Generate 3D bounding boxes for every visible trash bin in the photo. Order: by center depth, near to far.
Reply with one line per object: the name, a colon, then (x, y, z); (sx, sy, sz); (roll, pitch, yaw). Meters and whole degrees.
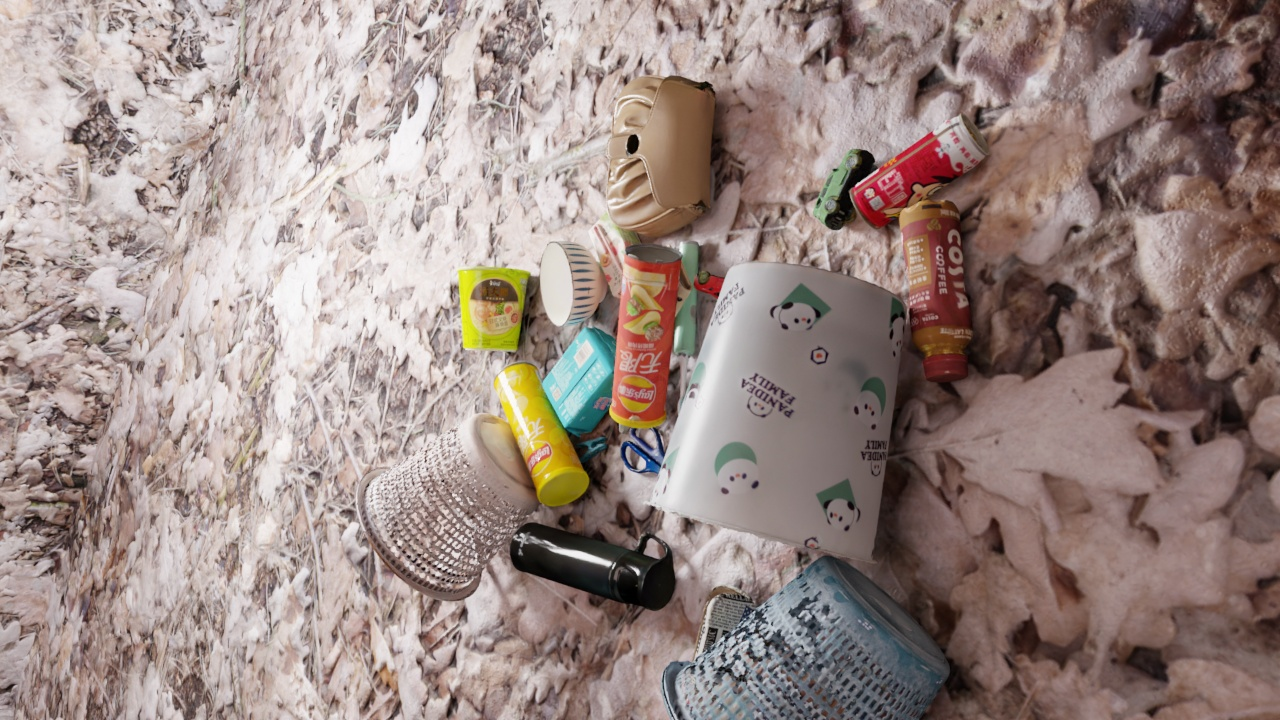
trash bin: (0.165, 0.299, 0.847); (0.195, 0.226, 0.226); (-50, 49, 7)
trash bin: (0.145, 0.050, 0.907); (0.230, 0.229, 0.251); (8, 81, 45)
trash bin: (-0.243, 0.185, 1.269); (0.192, 0.227, 0.227); (-41, 54, 15)

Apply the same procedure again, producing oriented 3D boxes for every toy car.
toy car: (0.223, -0.188, 1.001); (0.036, 0.043, 0.091); (41, 109, 42)
toy car: (0.111, -0.083, 1.082); (0.106, 0.049, 0.031); (14, 91, 45)

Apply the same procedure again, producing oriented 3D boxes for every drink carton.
drink carton: (-0.027, -0.143, 1.233); (0.054, 0.045, 0.122); (-42, 54, 31)

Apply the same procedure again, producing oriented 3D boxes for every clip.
clip: (-0.066, 0.118, 1.233); (0.056, 0.013, 0.039); (-27, 63, 39)

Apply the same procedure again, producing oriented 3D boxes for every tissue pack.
tissue pack: (-0.072, 0.029, 1.234); (0.134, 0.050, 0.093); (-50, 52, 25)

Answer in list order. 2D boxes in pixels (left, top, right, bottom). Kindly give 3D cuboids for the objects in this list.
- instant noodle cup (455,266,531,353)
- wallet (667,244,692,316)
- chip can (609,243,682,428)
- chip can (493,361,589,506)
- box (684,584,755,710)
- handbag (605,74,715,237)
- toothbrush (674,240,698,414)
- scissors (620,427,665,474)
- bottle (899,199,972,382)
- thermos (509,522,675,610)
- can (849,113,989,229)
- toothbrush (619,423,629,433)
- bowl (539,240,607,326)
instant noodle cup: (-0.221, -0.074, 1.372); (0.112, 0.111, 0.123); (2, 90, 44)
wallet: (0.027, -0.081, 1.158); (0.115, 0.024, 0.087); (119, 143, -44)
chip can: (0.005, -0.029, 1.107); (0.073, 0.073, 0.217); (28, 121, 44)
chip can: (-0.139, 0.097, 1.259); (0.072, 0.072, 0.213); (-50, 47, 24)
box: (0.079, 0.328, 0.993); (0.076, 0.088, 0.162); (15, 88, 30)
handbag: (0.022, -0.266, 1.176); (0.148, 0.099, 0.204); (-2, 83, 41)
toothbrush: (0.056, -0.040, 1.142); (0.027, 0.026, 0.224); (-4, 78, 35)
scissors: (0.030, 0.147, 1.135); (0.108, 0.012, 0.174); (-43, 55, 27)
bottle: (0.291, -0.067, 0.897); (0.058, 0.057, 0.174); (-15, 71, 41)
thermos: (-0.059, 0.251, 1.168); (0.243, 0.068, 0.089); (3, 57, 43)
can: (0.283, -0.191, 0.936); (0.133, 0.053, 0.053); (-34, 58, 34)
toothbrush: (-0.007, 0.007, 1.175); (0.017, 0.016, 0.188); (-128, 46, -64)
bowl: (-0.087, -0.107, 1.257); (0.116, 0.066, 0.116); (22, 116, 60)
